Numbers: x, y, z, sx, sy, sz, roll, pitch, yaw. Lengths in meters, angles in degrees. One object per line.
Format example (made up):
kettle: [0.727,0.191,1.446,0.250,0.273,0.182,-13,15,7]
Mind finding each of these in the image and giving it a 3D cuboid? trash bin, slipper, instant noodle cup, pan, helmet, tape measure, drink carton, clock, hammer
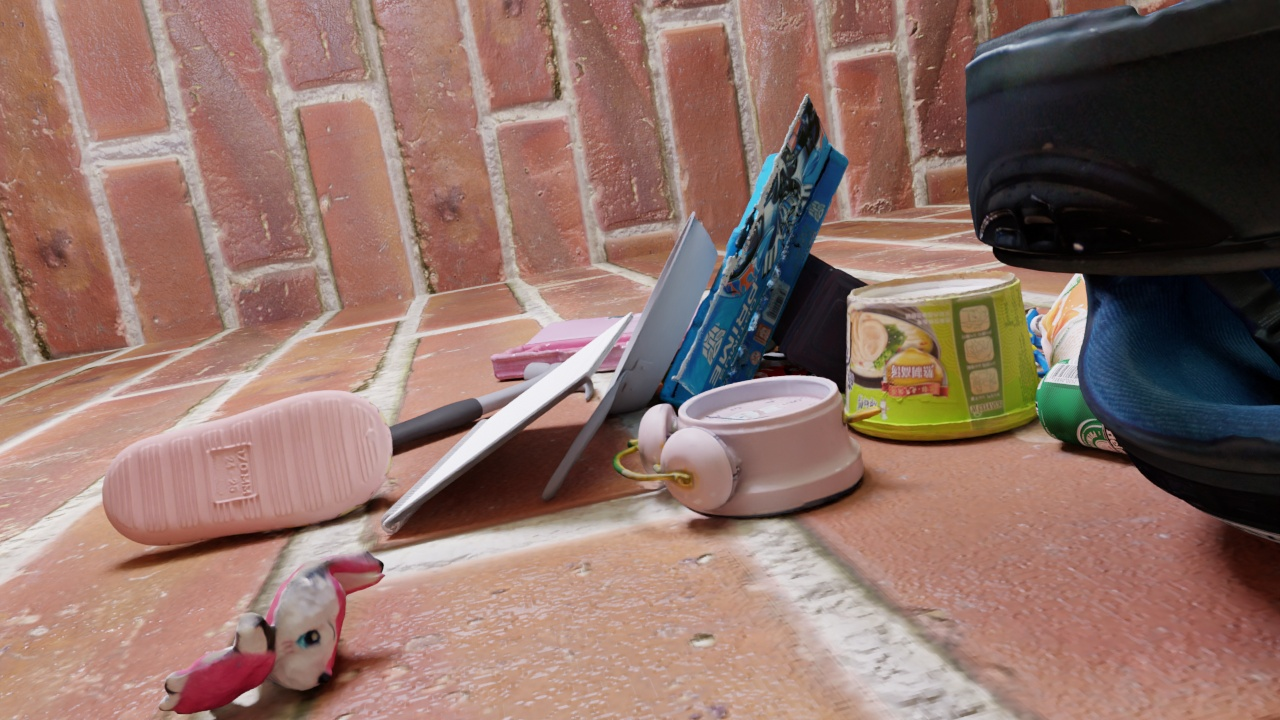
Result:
trash bin: [0.155,-0.042,0.797,0.092,0.094,0.160,26,12,-12]
slipper: [-0.280,0.085,0.674,0.197,0.093,0.082,-14,-8,-13]
instant noodle cup: [0.212,-0.008,0.660,0.146,0.098,0.146,-9,11,2]
pan: [-0.004,0.004,0.758,0.051,0.201,0.355,25,35,-2]
helmet: [0.291,-0.036,0.366,0.315,0.236,0.249,-15,12,-19]
tape measure: [0.144,0.003,0.882,0.064,0.017,0.065,-15,12,-29]
drink carton: [0.306,-0.018,0.644,0.039,0.069,0.122,22,35,-1]
clock: [0.060,0.054,0.574,0.157,0.059,0.117,-12,11,-12]
hammer: [-0.173,0.052,0.871,0.310,0.029,0.125,-20,14,-41]

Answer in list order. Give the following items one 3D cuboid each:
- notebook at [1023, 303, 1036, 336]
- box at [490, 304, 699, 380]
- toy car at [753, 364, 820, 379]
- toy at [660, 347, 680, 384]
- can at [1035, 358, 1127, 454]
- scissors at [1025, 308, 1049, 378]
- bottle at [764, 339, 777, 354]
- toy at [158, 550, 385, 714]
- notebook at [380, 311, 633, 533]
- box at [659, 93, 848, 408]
notebook: [0.258,-0.035,0.933,0.190,0.034,0.215,-12,12,-8]
box: [-0.041,-0.021,1.110,0.233,0.039,0.178,-5,15,23]
toy car: [0.117,0.018,0.803,0.089,0.025,0.038,-16,13,-32]
toy: [0.062,0.004,0.881,0.094,0.041,0.095,-18,13,-15]
can: [0.283,0.028,0.532,0.053,0.053,0.101,-15,12,-27]
scissors: [0.309,-0.020,0.757,0.127,0.015,0.125,32,36,16]
bottle: [0.120,-0.034,0.956,0.060,0.060,0.108,-8,-3,6]
toy: [-0.163,0.132,0.418,0.066,0.050,0.102,-46,-7,33]
notebook: [-0.089,0.037,0.699,0.178,0.013,0.245,-36,6,12]
box: [0.098,-0.070,0.742,0.071,0.243,0.170,24,-6,1]
